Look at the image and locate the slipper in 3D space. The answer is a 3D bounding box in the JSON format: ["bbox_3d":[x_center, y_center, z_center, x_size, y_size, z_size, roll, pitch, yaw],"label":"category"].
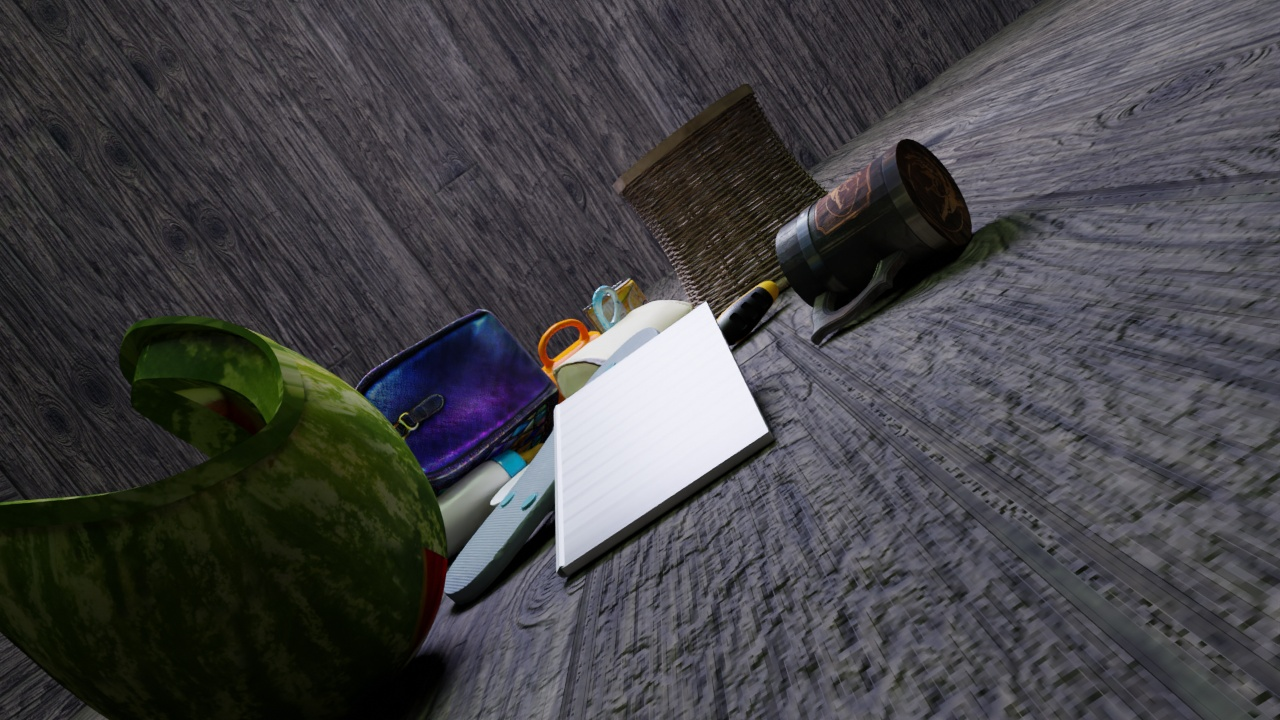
[{"bbox_3d":[-0.044,0.079,0.691,0.268,0.055,0.098,-53,15,-29],"label":"slipper"}]

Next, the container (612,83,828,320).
[{"bbox_3d":[0.102,-0.174,1.038,0.227,0.196,0.226,-36,6,4],"label":"container"}]

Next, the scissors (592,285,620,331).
[{"bbox_3d":[-0.034,-0.005,0.935,0.011,0.134,0.137,15,53,36],"label":"scissors"}]

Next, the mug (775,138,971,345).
[{"bbox_3d":[0.155,-0.075,0.623,0.107,0.080,0.115,-33,33,41],"label":"mug"}]

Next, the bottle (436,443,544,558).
[{"bbox_3d":[-0.142,0.123,0.842,0.146,0.051,0.051,-39,6,-21],"label":"bottle"}]

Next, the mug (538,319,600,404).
[{"bbox_3d":[-0.078,0.009,1.065,0.095,0.113,0.078,-40,26,-29],"label":"mug"}]

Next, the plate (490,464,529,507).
[{"bbox_3d":[-0.079,0.100,0.786,0.104,0.026,0.104,-37,6,5],"label":"plate"}]

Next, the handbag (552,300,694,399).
[{"bbox_3d":[-0.005,0.005,0.870,0.119,0.081,0.111,-39,14,-38],"label":"handbag"}]

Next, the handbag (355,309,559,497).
[{"bbox_3d":[-0.202,0.078,0.926,0.221,0.125,0.205,-38,-12,-21],"label":"handbag"}]

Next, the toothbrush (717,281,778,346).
[{"bbox_3d":[0.060,-0.008,0.824,0.196,0.031,0.031,-44,-2,-22],"label":"toothbrush"}]

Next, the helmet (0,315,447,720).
[{"bbox_3d":[-0.237,0.116,0.550,0.243,0.248,0.212,3,39,9],"label":"helmet"}]

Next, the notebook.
[{"bbox_3d":[0.002,0.040,0.596,0.143,0.009,0.209,-35,22,9],"label":"notebook"}]

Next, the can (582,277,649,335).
[{"bbox_3d":[-0.008,-0.034,1.034,0.068,0.105,0.067,-36,6,4],"label":"can"}]
